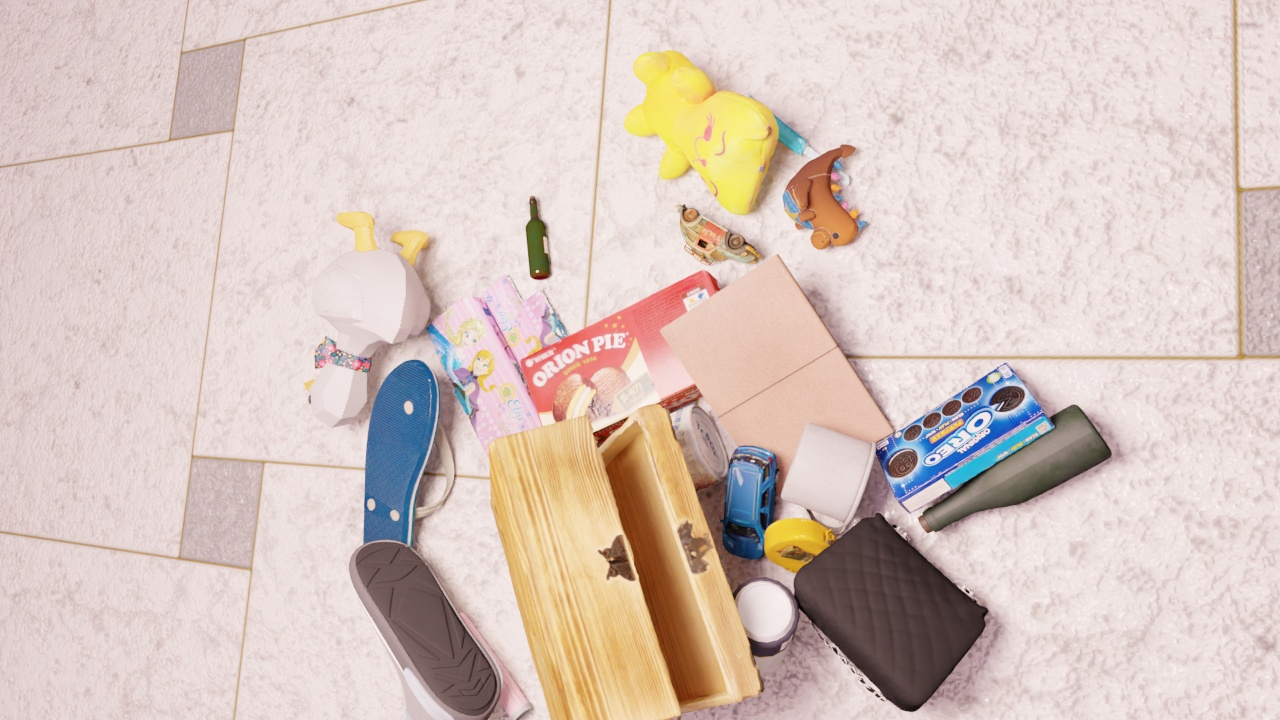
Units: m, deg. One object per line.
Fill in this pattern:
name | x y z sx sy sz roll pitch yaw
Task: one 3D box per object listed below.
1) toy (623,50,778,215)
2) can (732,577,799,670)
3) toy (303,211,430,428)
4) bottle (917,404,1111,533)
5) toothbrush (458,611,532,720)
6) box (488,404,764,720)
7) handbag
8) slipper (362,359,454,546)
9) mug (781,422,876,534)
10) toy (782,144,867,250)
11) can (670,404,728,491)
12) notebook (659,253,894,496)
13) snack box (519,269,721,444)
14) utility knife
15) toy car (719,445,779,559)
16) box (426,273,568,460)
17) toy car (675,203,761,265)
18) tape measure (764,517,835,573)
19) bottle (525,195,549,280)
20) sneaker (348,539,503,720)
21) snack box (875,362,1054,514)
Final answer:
toy | 0.070 -0.252 1.001 0.194 0.087 0.135 43 144 29
can | 0.114 0.256 0.879 0.064 0.127 0.064 -2 59 2
toy | -0.341 -0.046 1.140 0.247 0.140 0.267 0 77 55
bottle | 0.331 0.107 0.831 0.174 0.055 0.055 -35 68 19
toothbrush | -0.201 0.327 1.076 0.027 0.026 0.222 -40 65 -9
box | -0.034 0.220 0.899 0.175 0.248 0.279 -15 71 -16
handbag | 0.233 0.234 0.857 0.125 0.115 0.153 -41 61 -11
slipper | -0.288 0.138 1.135 0.118 0.060 0.295 18 103 33
mug | 0.178 0.119 0.888 0.070 0.084 0.113 20 125 10
toy | 0.200 -0.169 0.946 0.103 0.070 0.090 -43 83 0
can | 0.054 0.091 0.954 0.043 0.086 0.086 -25 72 19
notebook | 0.135 0.019 0.917 0.142 0.008 0.209 -33 95 18
snack box | -0.006 0.006 1.000 0.237 0.060 0.113 -26 73 14
utility knife | 0.162 -0.237 0.992 0.169 0.015 0.022 47 113 25
toy car | 0.107 0.146 0.928 0.056 0.043 0.120 10 109 24
box | -0.153 0.009 1.101 0.160 0.035 0.230 -37 69 16
toy car | 0.077 -0.128 0.999 0.112 0.047 0.047 35 97 28
tape measure | 0.152 0.179 0.894 0.068 0.059 0.030 -42 34 39
bottle | -0.127 -0.150 1.116 0.025 0.025 0.106 -12 77 24
sneaker | -0.267 0.342 1.067 0.256 0.092 0.161 45 130 27
snack box | 0.293 0.072 0.845 0.150 0.027 0.082 -38 26 17
